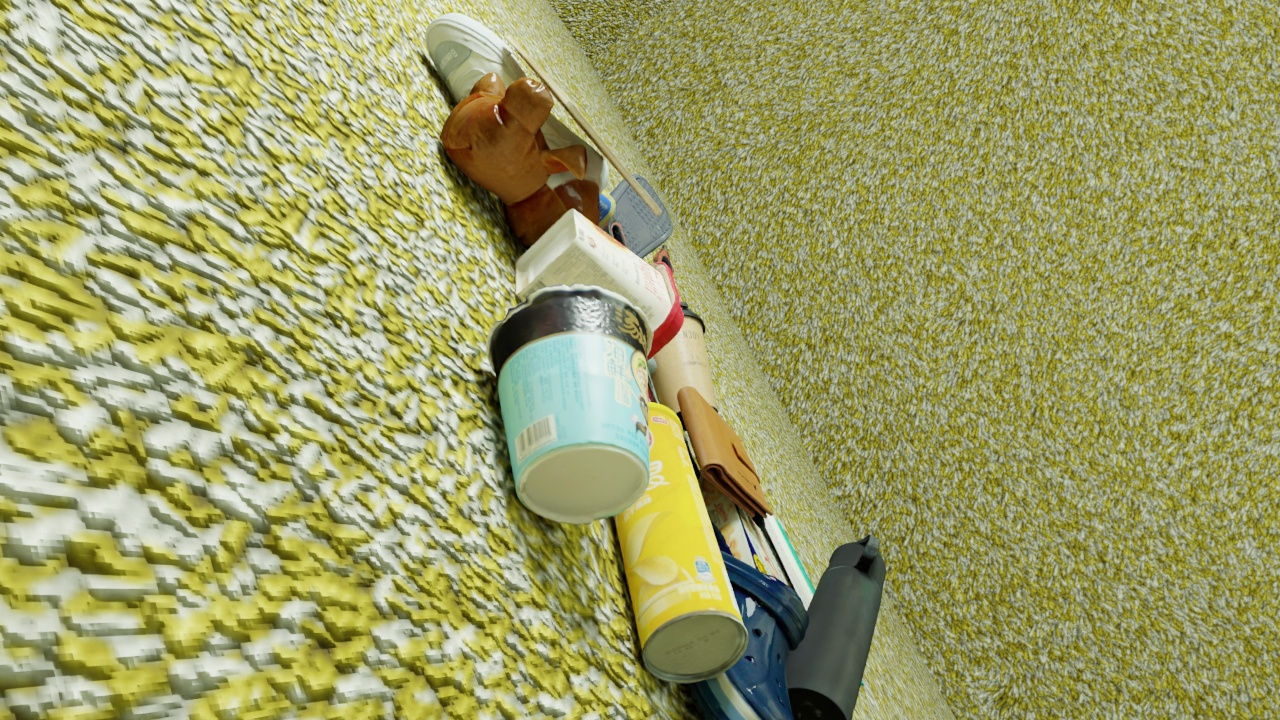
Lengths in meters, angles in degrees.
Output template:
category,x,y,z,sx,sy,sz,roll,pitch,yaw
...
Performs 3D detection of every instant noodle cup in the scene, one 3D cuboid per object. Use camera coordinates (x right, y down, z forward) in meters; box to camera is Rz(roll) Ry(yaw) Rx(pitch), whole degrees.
category,x,y,z,sx,sy,sz,roll,pitch,yaw
instant noodle cup,-0.041,-0.059,0.816,0.124,0.117,0.116,41,17,-26
instant noodle cup,-0.039,0.033,0.574,0.111,0.111,0.120,50,22,-44

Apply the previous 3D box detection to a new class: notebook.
category,x,y,z,sx,sy,sz,roll,pitch,yaw
notebook,-0.058,-0.231,0.891,0.148,0.008,0.207,45,7,-40
notebook,0.183,0.255,1.012,0.209,0.012,0.150,65,8,30

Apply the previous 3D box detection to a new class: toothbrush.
category,x,y,z,sx,sy,sz,roll,pitch,yaw
toothbrush,0.108,0.124,1.020,0.189,0.014,0.018,-110,176,-58

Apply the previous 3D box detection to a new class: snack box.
category,x,y,z,sx,sy,sz,roll,pitch,yaw
snack box,0.124,0.225,0.962,0.182,0.046,0.177,55,10,-29

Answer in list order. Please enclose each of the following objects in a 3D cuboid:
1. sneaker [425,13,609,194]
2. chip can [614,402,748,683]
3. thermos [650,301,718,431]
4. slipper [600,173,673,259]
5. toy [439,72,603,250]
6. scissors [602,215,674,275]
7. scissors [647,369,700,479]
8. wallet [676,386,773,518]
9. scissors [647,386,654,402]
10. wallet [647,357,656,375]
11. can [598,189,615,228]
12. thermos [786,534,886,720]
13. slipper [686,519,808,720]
category,x,y,z,sx,sy,sz,roll,pitch,yaw
sneaker,-0.141,-0.243,0.946,0.242,0.090,0.090,45,45,-13
chip can,0.018,0.121,0.661,0.072,0.072,0.213,52,12,-36
thermos,0.045,0.009,1.099,0.093,0.093,0.143,45,25,-54
slipper,-0.034,-0.191,1.328,0.111,0.083,0.267,60,29,-13
toy,-0.094,-0.171,0.858,0.140,0.130,0.200,32,-24,52
scissors,0.007,-0.097,1.235,0.189,0.015,0.222,43,38,-37
scissors,0.035,0.083,0.890,0.221,0.022,0.232,61,11,-74
wallet,0.086,0.097,0.953,0.108,0.031,0.131,44,17,-30
scissors,-0.005,0.007,0.946,0.135,0.017,0.133,67,28,-26
wallet,-0.025,-0.038,1.018,0.106,0.037,0.129,63,12,13
can,-0.089,-0.208,1.095,0.102,0.057,0.083,50,10,25
thermos,0.185,0.248,0.860,0.068,0.090,0.241,20,28,15
slipper,0.083,0.203,0.694,0.105,0.095,0.252,52,9,-23
